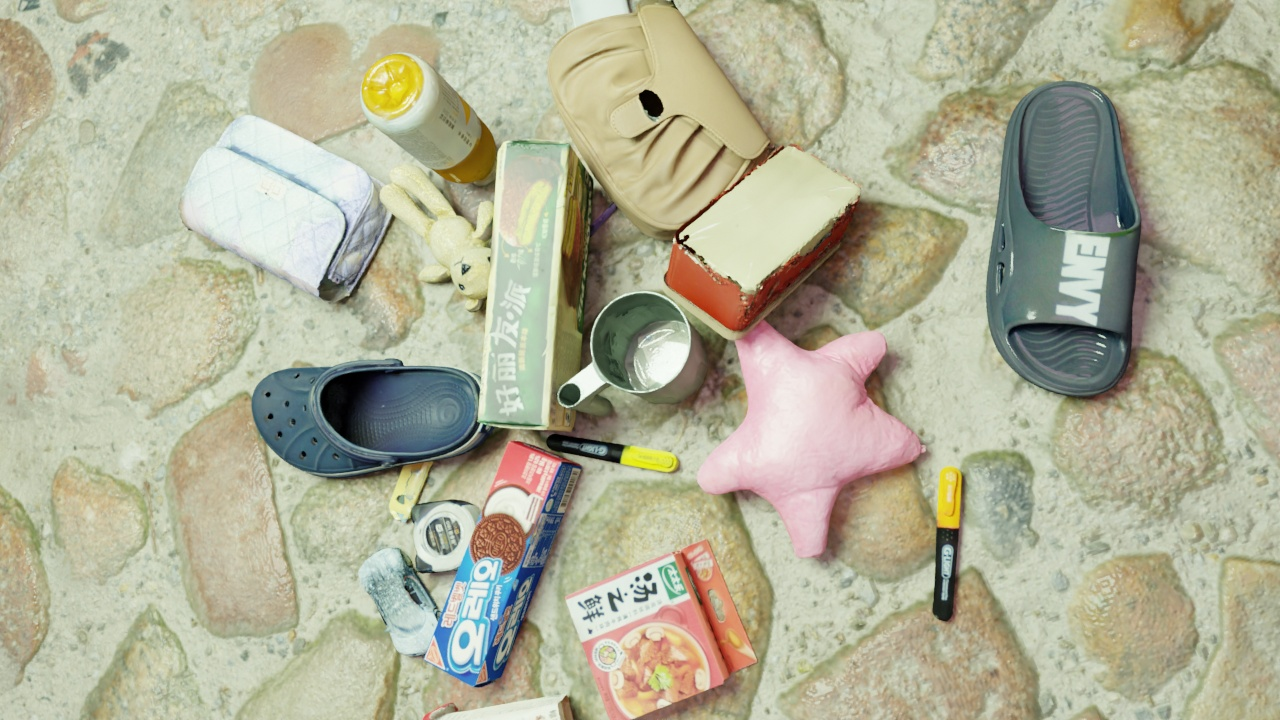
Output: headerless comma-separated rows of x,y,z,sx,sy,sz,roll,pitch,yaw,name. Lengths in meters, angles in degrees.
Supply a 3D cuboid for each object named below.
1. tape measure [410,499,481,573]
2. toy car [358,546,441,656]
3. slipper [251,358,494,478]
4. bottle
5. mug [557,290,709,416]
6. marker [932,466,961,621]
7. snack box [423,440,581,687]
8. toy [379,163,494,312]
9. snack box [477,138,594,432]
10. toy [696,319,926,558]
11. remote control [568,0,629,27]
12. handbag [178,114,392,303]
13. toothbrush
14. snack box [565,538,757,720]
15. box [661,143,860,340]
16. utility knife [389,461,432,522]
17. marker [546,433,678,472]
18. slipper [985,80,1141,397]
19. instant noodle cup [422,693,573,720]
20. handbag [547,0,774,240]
-0.172,0.159,0.834,0.066,0.033,0.065,-8,81,15,tape measure
-0.218,0.221,0.836,0.049,0.031,0.105,-38,75,6,toy car
-0.256,0.052,0.836,0.253,0.095,0.105,-2,77,18,slipper
-0.176,-0.203,0.814,0.068,0.189,0.068,-2,81,13,bottle
-0.005,0.005,0.782,0.124,0.103,0.083,-36,74,6,mug
0.248,0.147,0.741,0.018,0.015,0.123,3,83,19,marker
-0.119,0.178,0.805,0.058,0.057,0.207,20,86,19,snack box
-0.185,-0.120,0.866,0.105,0.066,0.157,-44,80,9,toy
-0.087,-0.059,0.796,0.063,0.114,0.240,3,86,8,snack box
0.144,0.065,0.753,0.178,0.074,0.194,12,87,5,toy
-0.033,-0.315,0.886,0.056,0.020,0.136,-15,77,10,remote control
-0.352,-0.154,0.909,0.194,0.075,0.134,26,88,17,handbag
-0.082,-0.089,0.864,0.189,0.014,0.017,-46,61,3,toothbrush
0.017,0.226,0.770,0.127,0.044,0.113,-25,76,8,snack box
0.103,-0.104,0.747,0.091,0.079,0.167,38,58,17,box
-0.200,0.080,0.866,0.031,0.018,0.151,19,90,22,utility knife
-0.027,0.082,0.820,0.124,0.015,0.018,8,79,17,marker
0.336,-0.107,0.729,0.111,0.083,0.268,1,80,16,slipper
-0.113,0.333,0.755,0.124,0.117,0.116,-17,76,-1,instant noodle cup
0.014,-0.214,0.807,0.148,0.100,0.204,-35,86,-1,handbag
